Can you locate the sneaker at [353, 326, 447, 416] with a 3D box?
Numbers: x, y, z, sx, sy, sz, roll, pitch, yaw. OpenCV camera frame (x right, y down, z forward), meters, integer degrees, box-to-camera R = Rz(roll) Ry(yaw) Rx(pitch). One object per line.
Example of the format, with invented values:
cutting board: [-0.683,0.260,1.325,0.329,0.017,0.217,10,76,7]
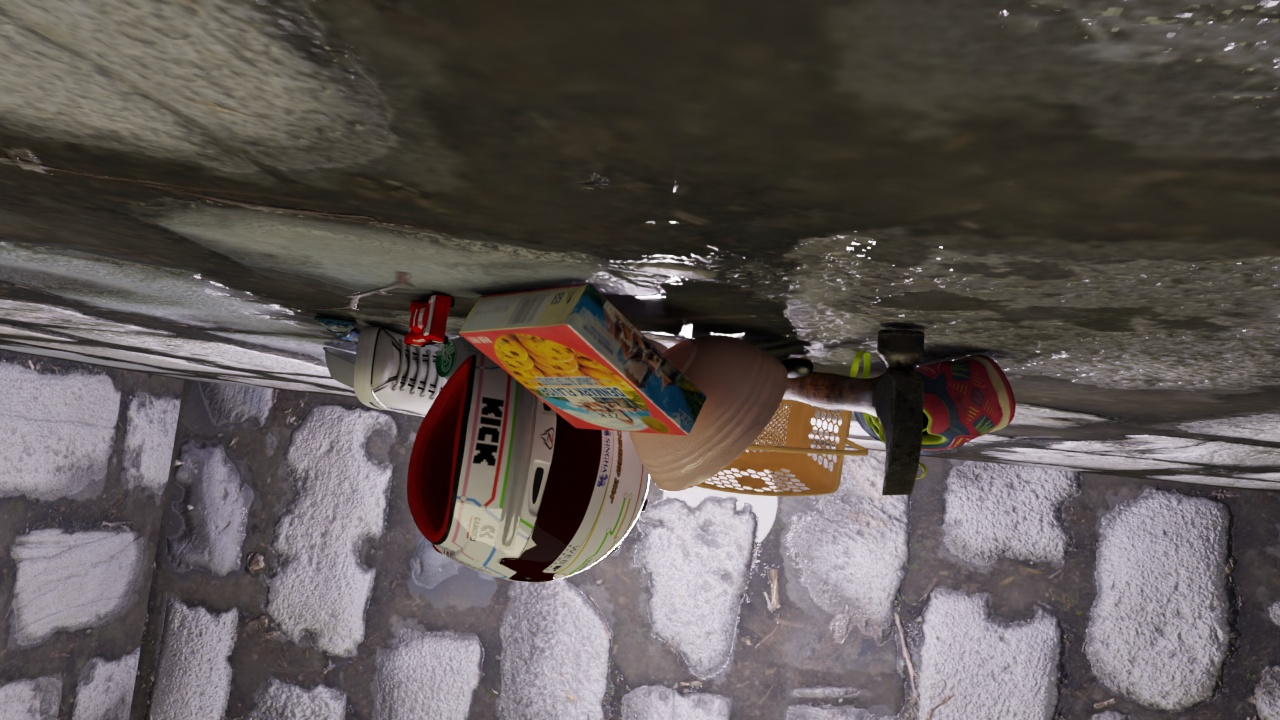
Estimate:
sneaker: [-0.244,0.020,1.077,0.097,0.091,0.245,1,167,14]

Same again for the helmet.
helmet: [-0.105,0.112,0.954,0.235,0.230,0.315,12,161,-21]

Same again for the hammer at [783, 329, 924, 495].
hammer: [0.159,0.034,0.810,0.033,0.120,0.330,3,-179,-10]

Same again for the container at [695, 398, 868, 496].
container: [0.142,0.087,1.030,0.183,0.129,0.167,5,-174,-13]

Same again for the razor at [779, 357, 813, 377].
razor: [0.121,0.007,0.845,0.044,0.021,0.144,26,170,-14]

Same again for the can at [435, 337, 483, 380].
can: [-0.178,0.005,1.046,0.101,0.053,0.053,11,172,-39]

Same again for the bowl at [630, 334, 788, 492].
bowl: [0.044,0.032,0.787,0.076,0.152,0.153,45,160,-16]

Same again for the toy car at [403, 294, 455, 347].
toy car: [-0.182,-0.033,0.776,0.025,0.038,0.090,13,171,-31]

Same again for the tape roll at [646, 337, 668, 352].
tape roll: [-0.007,0.003,0.882,0.094,0.019,0.094,13,156,6]

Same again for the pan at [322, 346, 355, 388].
pan: [-0.294,0.048,1.291,0.357,0.051,0.200,20,178,24]

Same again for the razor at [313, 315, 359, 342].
razor: [-0.329,-0.031,1.032,0.044,0.018,0.141,6,174,-5]

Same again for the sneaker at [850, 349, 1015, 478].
sneaker: [0.231,0.043,0.828,0.091,0.116,0.242,-21,175,-12]

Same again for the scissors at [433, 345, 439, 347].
scissors: [-0.211,-0.007,1.179,0.119,0.014,0.129,5,169,42]

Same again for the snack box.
snack box: [-0.045,0.003,0.709,0.143,0.040,0.145,-2,143,48]
